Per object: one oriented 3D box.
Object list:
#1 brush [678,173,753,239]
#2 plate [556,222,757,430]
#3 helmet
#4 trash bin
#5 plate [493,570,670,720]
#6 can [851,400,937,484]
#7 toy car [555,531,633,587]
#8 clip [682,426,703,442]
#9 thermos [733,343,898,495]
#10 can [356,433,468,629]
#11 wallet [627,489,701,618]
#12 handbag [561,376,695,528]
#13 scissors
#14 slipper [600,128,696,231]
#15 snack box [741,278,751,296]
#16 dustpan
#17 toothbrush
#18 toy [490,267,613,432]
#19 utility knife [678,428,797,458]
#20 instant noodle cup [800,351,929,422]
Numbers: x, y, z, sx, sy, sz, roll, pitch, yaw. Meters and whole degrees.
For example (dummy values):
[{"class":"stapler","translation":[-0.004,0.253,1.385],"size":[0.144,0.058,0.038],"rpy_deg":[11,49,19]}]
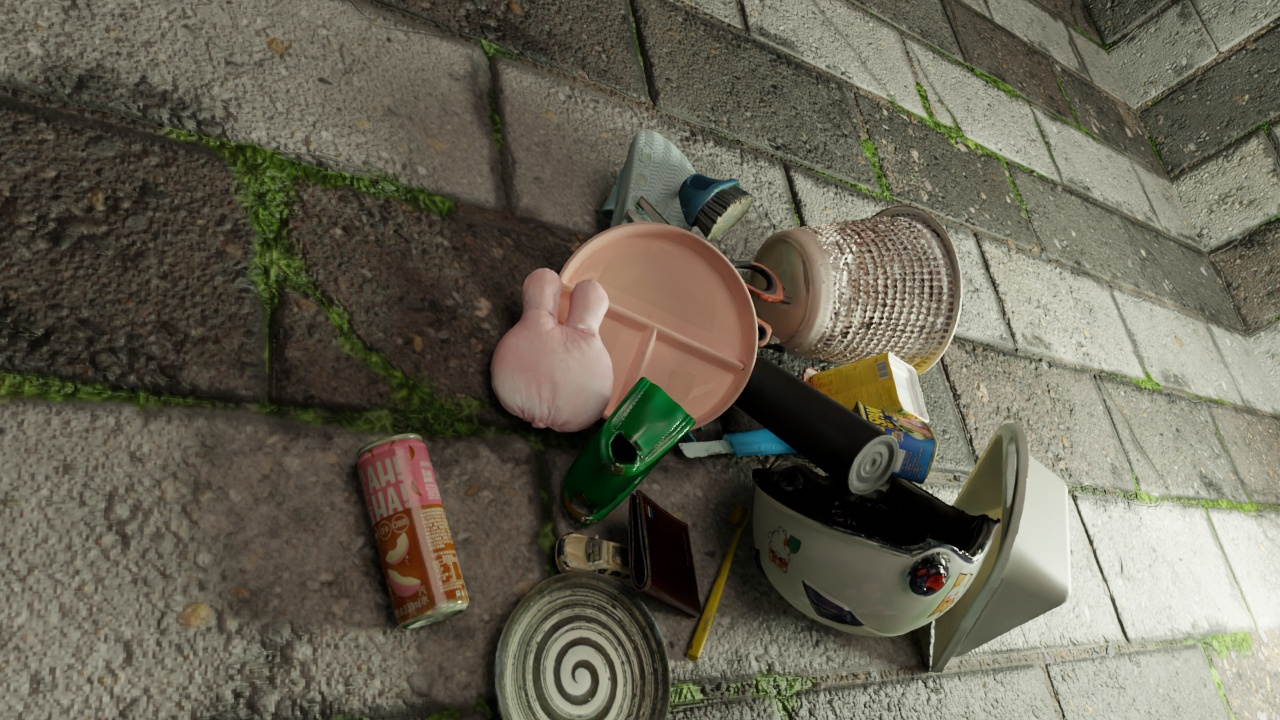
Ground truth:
[{"class":"brush","translation":[0.080,-0.182,1.038],"size":[0.073,0.055,0.143],"rpy_deg":[40,26,7]},{"class":"plate","translation":[0.014,-0.034,0.970],"size":[0.229,0.028,0.229],"rpy_deg":[3,78,-15]},{"class":"helmet","translation":[0.227,0.203,0.960],"size":[0.273,0.230,0.157],"rpy_deg":[1,107,-39]},{"class":"trash bin","translation":[0.251,-0.085,1.150],"size":[0.191,0.228,0.227],"rpy_deg":[-1,65,-27]},{"class":"plate","translation":[-0.049,0.272,0.788],"size":[0.179,0.024,0.179],"rpy_deg":[17,60,-31]},{"class":"can","translation":[0.271,0.090,1.002],"size":[0.083,0.057,0.102],"rpy_deg":[15,14,5]},{"class":"toy car","translation":[-0.037,0.184,0.850],"size":[0.090,0.035,0.042],"rpy_deg":[19,52,-28]},{"class":"clip","translation":[0.045,0.065,1.006],"size":[0.055,0.013,0.038],"rpy_deg":[44,44,-9]},{"class":"thermos","translation":[0.170,0.045,0.979],"size":[0.090,0.242,0.068],"rpy_deg":[-39,132,-11]},{"class":"can","translation":[-0.184,0.136,0.736],"size":[0.057,0.058,0.147],"rpy_deg":[-4,67,-42]},{"class":"wallet","translation":[0.023,0.186,0.876],"size":[0.122,0.020,0.096],"rpy_deg":[44,37,-53]},{"class":"handbag","translation":[-0.016,0.089,0.858],"size":[0.068,0.132,0.119],"rpy_deg":[39,49,1]},{"class":"scissors","translation":[0.081,-0.107,1.031],"size":[0.204,0.015,0.202],"rpy_deg":[-8,80,-23]},{"class":"slipper","translation":[0.001,-0.152,1.065],"size":[0.104,0.074,0.245],"rpy_deg":[27,66,-27]},{"class":"snack box","translation":[0.072,-0.071,1.067],"size":[0.091,0.082,0.079],"rpy_deg":[36,55,-9]},{"class":"dustpan","translation":[0.382,0.195,1.045],"size":[0.142,0.259,0.222],"rpy_deg":[34,47,-13]},{"class":"toothbrush","translation":[0.079,0.221,0.938],"size":[0.016,0.016,0.189],"rpy_deg":[38,46,-10]},{"class":"toy","translation":[-0.080,-0.009,0.895],"size":[0.121,0.054,0.159],"rpy_deg":[15,72,-14]},{"class":"utility knife","translation":[0.122,0.094,1.047],"size":[0.215,0.018,0.034],"rpy_deg":[0,67,-43]},{"class":"instant noodle cup","translation":[0.270,0.054,1.112],"size":[0.116,0.124,0.116],"rpy_deg":[25,49,-43]}]
